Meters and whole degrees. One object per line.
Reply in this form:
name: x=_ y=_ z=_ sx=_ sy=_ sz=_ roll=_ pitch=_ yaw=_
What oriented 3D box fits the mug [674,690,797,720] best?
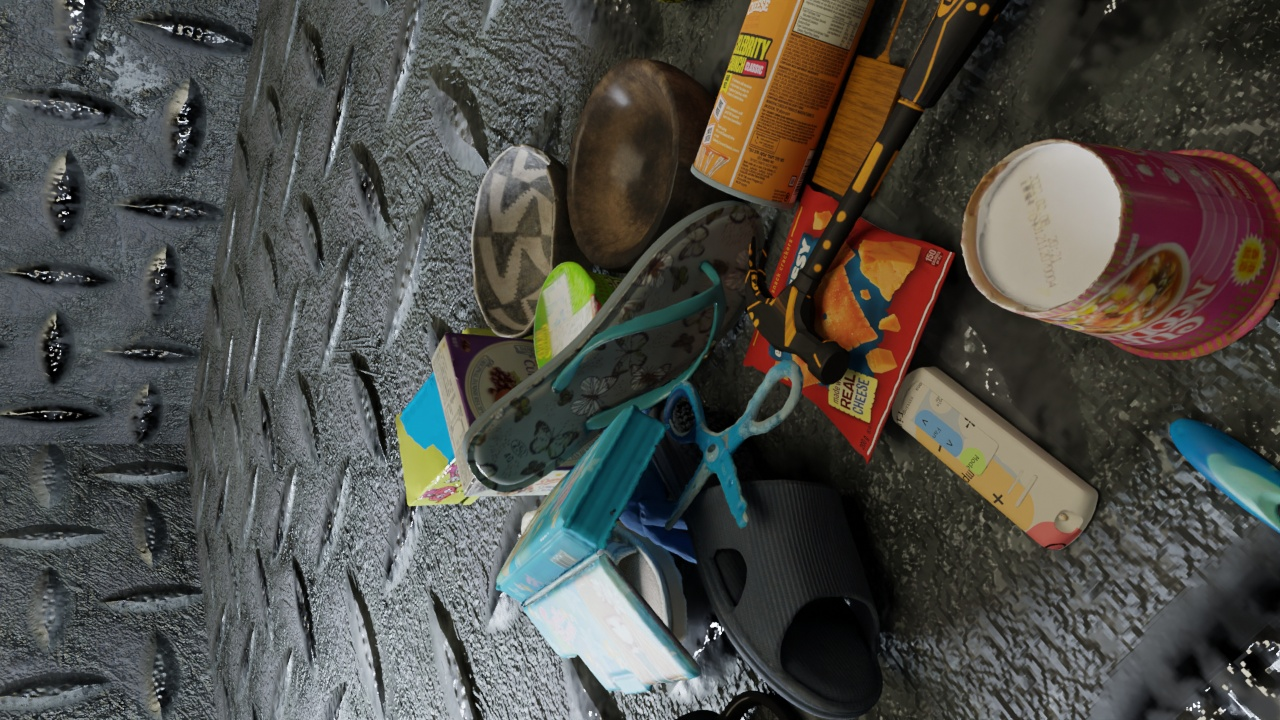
mug: x=0.064 y=0.279 z=0.615 sx=0.113 sy=0.078 sz=0.088 roll=-58 pitch=36 yaw=-3

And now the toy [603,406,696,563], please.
toy: x=0.010 y=0.098 z=0.701 sx=0.176 sy=0.071 sz=0.113 roll=-118 pitch=20 yaw=-61

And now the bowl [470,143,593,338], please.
bowl: x=-0.089 y=-0.107 z=0.856 sx=0.179 sy=0.081 sz=0.178 roll=-6 pitch=83 yaw=57

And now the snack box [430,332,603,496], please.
snack box: x=-0.094 y=0.047 z=0.793 sx=0.041 sy=0.147 sz=0.143 roll=-54 pitch=46 yaw=38

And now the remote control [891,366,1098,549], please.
remote control: x=0.185 y=0.048 z=0.492 sx=0.125 sy=0.018 sz=0.038 roll=48 pitch=127 yaw=44

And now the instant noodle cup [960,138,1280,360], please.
instant noodle cup: x=0.201 y=-0.050 z=0.392 sx=0.098 sy=0.108 sz=0.097 roll=-5 pitch=84 yaw=56

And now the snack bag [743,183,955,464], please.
snack bag: x=0.123 y=-0.028 z=0.569 sx=0.144 sy=0.039 sz=0.131 roll=45 pitch=123 yaw=55

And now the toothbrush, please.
toothbrush: x=0.269 y=0.069 z=0.368 sx=0.135 sy=0.017 sz=0.022 roll=57 pitch=133 yaw=44

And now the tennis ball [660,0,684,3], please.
tennis ball: x=0.025 y=-0.313 z=0.713 sx=0.065 sy=0.065 sz=0.065 roll=-6 pitch=82 yaw=56

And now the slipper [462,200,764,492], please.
slipper: x=-0.004 y=0.004 z=0.636 sx=0.269 sy=0.098 sz=0.054 roll=-43 pitch=42 yaw=1

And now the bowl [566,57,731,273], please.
bowl: x=0.011 y=-0.147 z=0.718 sx=0.162 sy=0.070 sz=0.162 roll=-6 pitch=82 yaw=56

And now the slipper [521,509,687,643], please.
slipper: x=-0.048 y=0.184 z=0.791 sx=0.273 sy=0.054 sz=0.114 roll=-2 pitch=101 yaw=61

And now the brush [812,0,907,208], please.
brush: x=0.146 y=-0.163 z=0.564 sx=0.048 sy=0.017 sz=0.126 roll=43 pitch=123 yaw=49

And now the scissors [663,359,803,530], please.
scissors: x=0.048 y=0.046 z=0.563 sx=0.134 sy=0.011 sz=0.139 roll=-60 pitch=31 yaw=16

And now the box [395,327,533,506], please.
box: x=-0.185 y=0.066 z=0.994 sx=0.222 sy=0.082 sz=0.124 roll=-42 pitch=55 yaw=43

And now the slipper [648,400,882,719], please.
slipper: x=0.084 y=0.095 z=0.579 sx=0.083 sy=0.101 sz=0.263 roll=-59 pitch=36 yaw=24

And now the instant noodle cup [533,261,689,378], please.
instant noodle cup: x=-0.015 y=-0.022 z=0.714 sx=0.099 sy=0.107 sz=0.099 roll=-7 pitch=81 yaw=56

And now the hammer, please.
hammer: x=0.150 y=-0.144 z=0.509 sx=0.321 sy=0.036 sz=0.123 roll=-62 pitch=33 yaw=22

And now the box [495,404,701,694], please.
box: x=-0.042 y=0.140 z=0.617 sx=0.228 sy=0.085 sz=0.169 roll=130 pitch=137 yaw=-61

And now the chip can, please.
chip can: x=0.103 y=-0.210 z=0.579 sx=0.075 sy=0.075 sz=0.215 roll=47 pitch=125 yaw=47
